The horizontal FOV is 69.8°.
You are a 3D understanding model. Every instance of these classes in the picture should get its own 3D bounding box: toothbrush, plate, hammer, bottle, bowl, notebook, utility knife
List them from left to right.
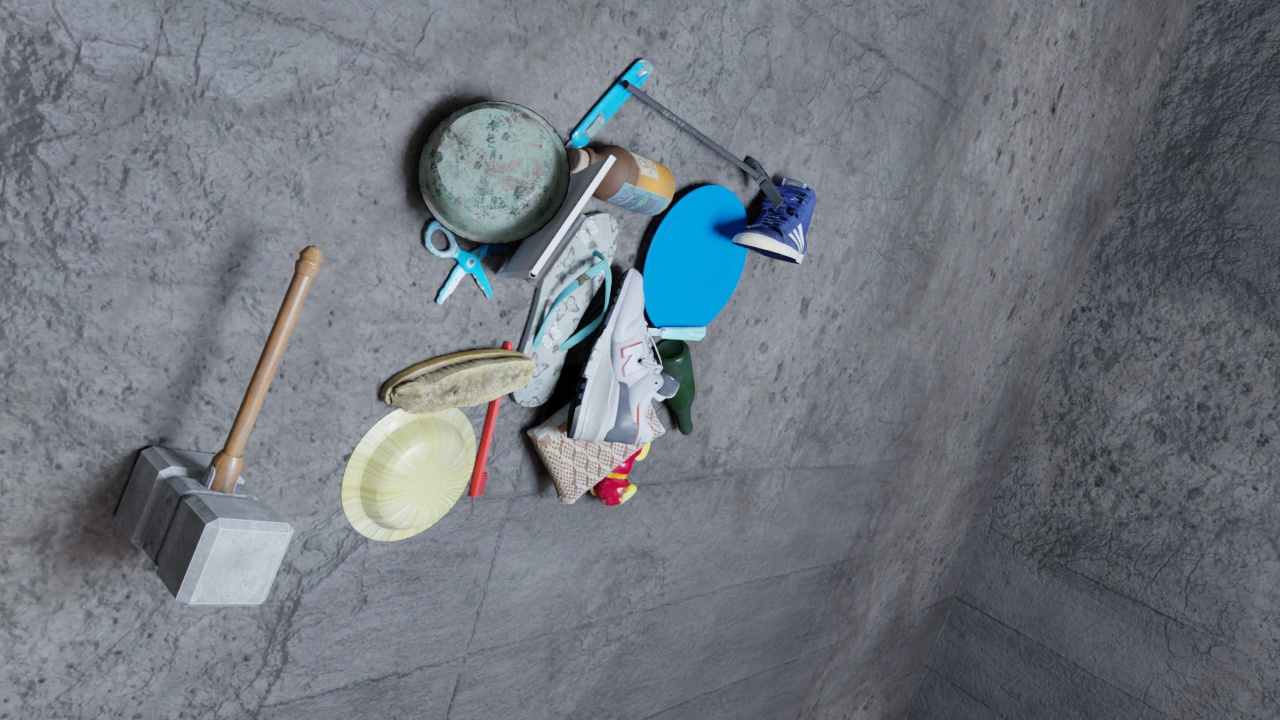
[{"bbox_3d":[-0.354,0.043,0.832,0.082,0.163,0.318,19,96,-51],"label":"hammer"},{"bbox_3d":[-0.262,0.140,1.093,0.183,0.036,0.185,-26,128,-38],"label":"plate"},{"bbox_3d":[-0.151,-0.199,0.936,0.157,0.157,0.038,-56,177,-10],"label":"bowl"},{"bbox_3d":[-0.186,0.077,1.163,0.017,0.012,0.213,-1,112,-48],"label":"toothbrush"},{"bbox_3d":[-0.095,-0.148,0.987,0.009,0.210,0.142,35,85,-16],"label":"notebook"},{"bbox_3d":[-0.054,-0.286,1.105,0.221,0.015,0.031,-51,136,-12],"label":"utility knife"},{"bbox_3d":[-0.029,-0.226,1.123,0.156,0.068,0.068,8,105,-50],"label":"bottle"},{"bbox_3d":[0.043,-0.039,1.309,0.165,0.015,0.022,-1,111,-51],"label":"utility knife"},{"bbox_3d":[0.058,0.048,1.389,0.055,0.055,0.174,-39,137,-27],"label":"bottle"},{"bbox_3d":[0.075,-0.144,1.322,0.223,0.024,0.225,-26,129,-38],"label":"plate"},{"bbox_3d":[0.086,-0.289,1.213,0.015,0.095,0.324,-42,144,23],"label":"hammer"}]

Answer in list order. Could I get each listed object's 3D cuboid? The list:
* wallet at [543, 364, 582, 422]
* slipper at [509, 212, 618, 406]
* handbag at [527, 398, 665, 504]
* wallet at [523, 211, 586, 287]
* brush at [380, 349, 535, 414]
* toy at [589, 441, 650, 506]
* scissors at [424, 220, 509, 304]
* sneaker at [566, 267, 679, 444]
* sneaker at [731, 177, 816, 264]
[{"bbox_3d":[-0.093,0.063,1.258,0.091,0.018,0.116,4,110,-50],"label":"wallet"},{"bbox_3d":[-0.093,-0.062,1.158,0.098,0.055,0.269,19,97,-47],"label":"slipper"},{"bbox_3d":[-0.060,0.100,1.259,0.185,0.047,0.124,-36,120,-25],"label":"handbag"},{"bbox_3d":[-0.100,-0.134,1.062,0.031,0.120,0.099,39,96,-8],"label":"wallet"},{"bbox_3d":[-0.208,0.024,1.077,0.194,0.043,0.059,-13,119,-38],"label":"brush"},{"bbox_3d":[-0.033,0.145,1.340,0.105,0.067,0.137,16,90,-44],"label":"toy"},{"bbox_3d":[-0.191,-0.123,1.044,0.139,0.011,0.134,-48,139,-20],"label":"scissors"},{"bbox_3d":[-0.007,0.007,1.204,0.124,0.089,0.239,22,79,-10],"label":"sneaker"},{"bbox_3d":[0.207,-0.213,1.346,0.232,0.091,0.118,0,105,-67],"label":"sneaker"}]
